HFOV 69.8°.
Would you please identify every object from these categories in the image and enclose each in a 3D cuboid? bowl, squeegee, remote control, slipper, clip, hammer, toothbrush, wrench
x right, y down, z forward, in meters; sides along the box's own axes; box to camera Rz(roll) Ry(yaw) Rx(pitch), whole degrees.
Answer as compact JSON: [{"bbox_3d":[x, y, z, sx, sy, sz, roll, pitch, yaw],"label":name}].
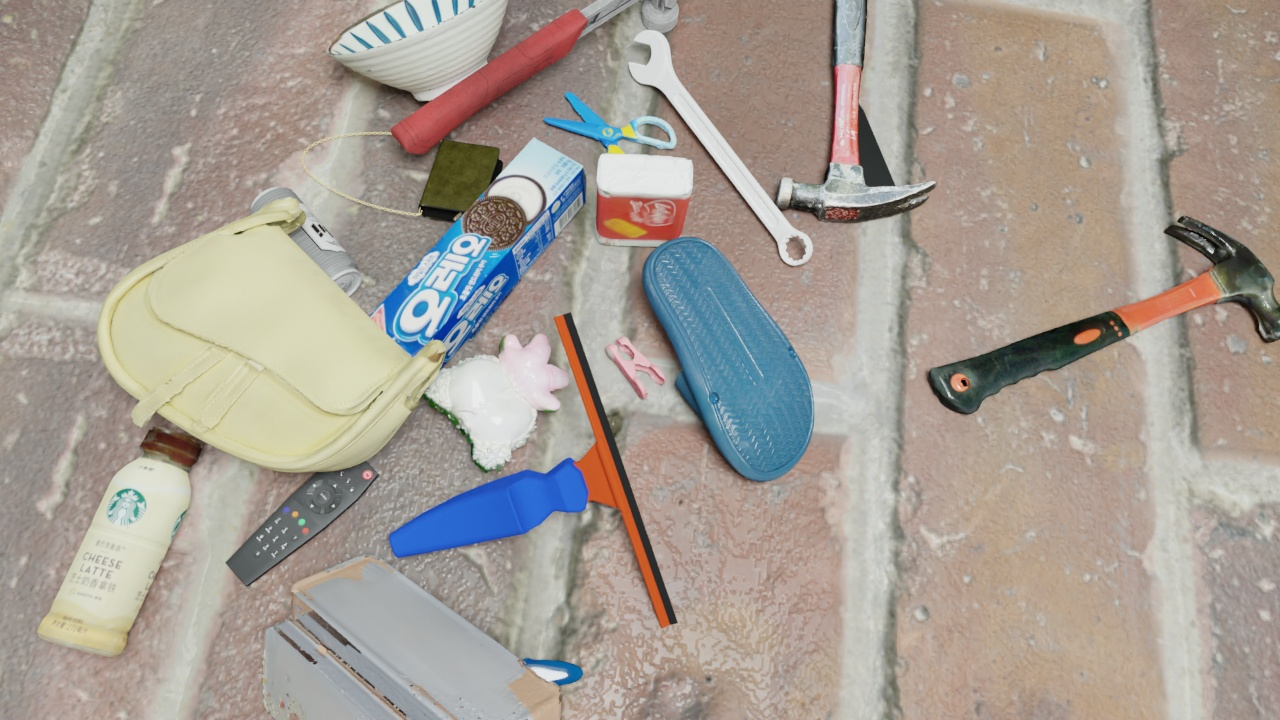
[{"bbox_3d":[-0.184,-0.282,0.824,0.177,0.071,0.177,-15,34,11],"label":"bowl"},{"bbox_3d":[-0.099,0.110,0.695,0.185,0.055,0.249,-19,97,-1],"label":"squeegee"},{"bbox_3d":[-0.260,0.121,0.709,0.039,0.010,0.124,43,72,12],"label":"remote control"},{"bbox_3d":[0.071,-0.003,0.756,0.103,0.059,0.213,-24,84,-22],"label":"slipper"},{"bbox_3d":[-0.009,0.008,0.766,0.037,0.022,0.058,-36,70,-13],"label":"clip"},{"bbox_3d":[0.210,-0.278,0.885,0.140,0.036,0.325,7,68,1],"label":"hammer"},{"bbox_3d":[-0.108,0.229,0.673,0.132,0.016,0.021,1,69,-3],"label":"toothbrush"},{"bbox_3d":[0.404,-0.027,0.801,0.333,0.033,0.133,-20,73,-11],"label":"hammer"},{"bbox_3d":[-0.086,-0.281,0.820,0.315,0.126,0.036,-37,75,-14],"label":"hammer"},{"bbox_3d":[0.070,-0.196,0.841,0.009,0.047,0.273,-17,67,-51],"label":"wrench"}]

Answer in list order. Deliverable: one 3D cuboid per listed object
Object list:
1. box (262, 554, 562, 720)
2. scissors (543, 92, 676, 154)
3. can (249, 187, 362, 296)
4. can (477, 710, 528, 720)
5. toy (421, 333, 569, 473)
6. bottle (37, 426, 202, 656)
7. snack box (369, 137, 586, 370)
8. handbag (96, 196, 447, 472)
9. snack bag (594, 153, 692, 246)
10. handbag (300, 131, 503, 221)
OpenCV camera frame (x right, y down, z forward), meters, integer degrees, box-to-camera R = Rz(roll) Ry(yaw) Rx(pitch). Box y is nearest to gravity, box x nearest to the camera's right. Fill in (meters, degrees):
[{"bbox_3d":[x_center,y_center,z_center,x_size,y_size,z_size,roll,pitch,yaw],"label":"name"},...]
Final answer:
[{"bbox_3d":[-0.157,0.225,0.613,0.216,0.096,0.104,22,31,36],"label":"box"},{"bbox_3d":[-0.024,-0.217,0.855,0.104,0.019,0.132,-38,77,-19],"label":"scissors"},{"bbox_3d":[-0.283,-0.098,0.776,0.044,0.044,0.106,-39,76,-17],"label":"can"},{"bbox_3d":[-0.104,0.304,0.610,0.079,0.079,0.145,29,70,7],"label":"can"},{"bbox_3d":[-0.109,0.027,0.737,0.108,0.041,0.095,-36,89,-10],"label":"toy"},{"bbox_3d":[-0.375,0.130,0.673,0.056,0.057,0.161,15,68,2],"label":"bottle"},{"bbox_3d":[-0.132,-0.087,0.773,0.059,0.059,0.226,33,71,13],"label":"snack box"},{"bbox_3d":[-0.279,-0.008,0.690,0.233,0.088,0.191,42,92,12],"label":"handbag"},{"bbox_3d":[0.001,-0.132,0.770,0.077,0.116,0.036,2,74,-3],"label":"snack bag"},{"bbox_3d":[-0.217,-0.168,0.823,0.178,0.027,0.084,10,67,6],"label":"handbag"}]
